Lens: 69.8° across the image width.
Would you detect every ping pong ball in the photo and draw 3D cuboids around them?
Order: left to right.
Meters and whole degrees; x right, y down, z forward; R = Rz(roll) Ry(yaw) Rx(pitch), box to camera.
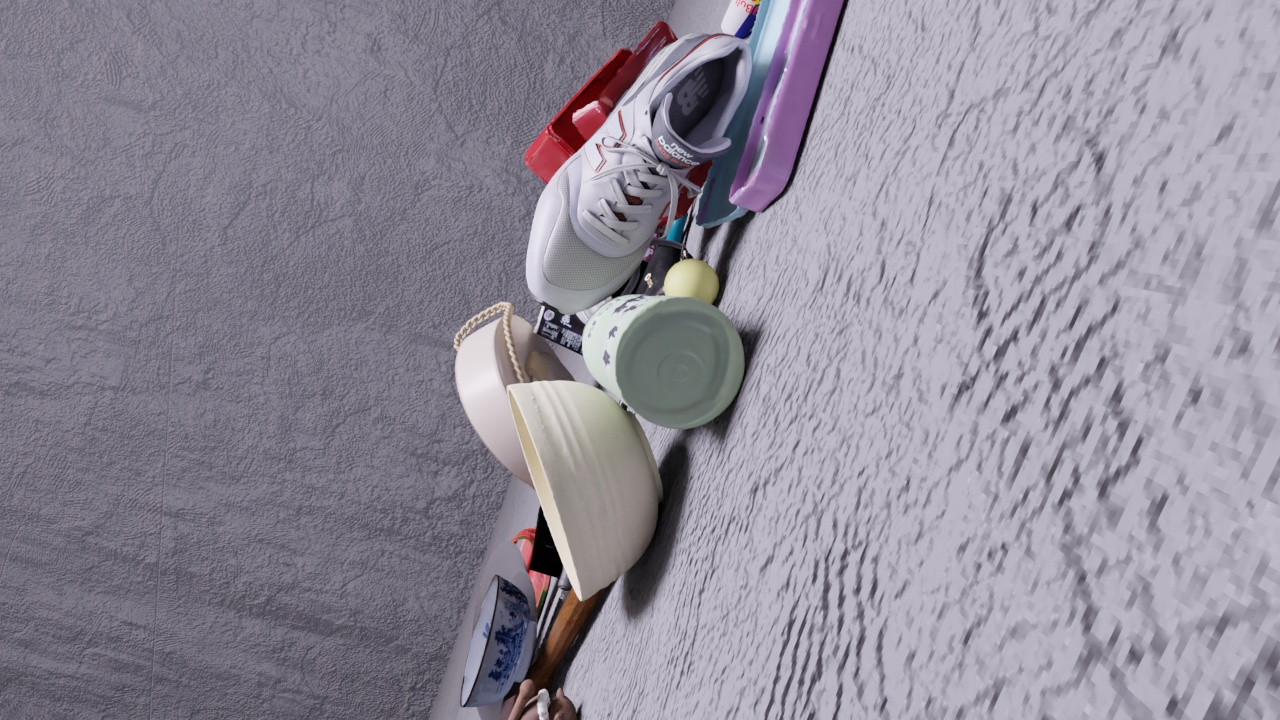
[{"bbox_3d":[0.037,-0.054,0.667,0.040,0.040,0.040,-163,92,-82],"label":"ping pong ball"}]

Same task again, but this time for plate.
[{"bbox_3d":[-0.132,0.282,0.943,0.188,0.016,0.188,0,-91,-80],"label":"plate"}]

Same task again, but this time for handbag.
[{"bbox_3d":[-0.154,0.052,1.182,0.103,0.208,0.210,-27,24,16],"label":"handbag"},{"bbox_3d":[0.010,-0.037,0.778,0.079,0.054,0.129,-96,27,-62],"label":"handbag"}]

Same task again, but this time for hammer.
[{"bbox_3d":[-0.071,0.240,0.774,0.115,0.033,0.324,-84,15,-51],"label":"hammer"}]

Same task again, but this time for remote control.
[{"bbox_3d":[-0.107,0.208,1.077,0.150,0.034,0.013,-96,26,-72],"label":"remote control"},{"bbox_3d":[-0.088,0.265,0.897,0.033,0.013,0.137,-82,11,-57],"label":"remote control"}]

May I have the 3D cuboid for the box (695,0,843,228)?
[{"bbox_3d":[0.095,-0.202,0.640,0.151,0.035,0.214,173,116,-74],"label":"box"}]

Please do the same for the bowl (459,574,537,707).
[{"bbox_3d":[-0.119,0.247,0.797,0.114,0.045,0.114,-164,91,-79],"label":"bowl"}]

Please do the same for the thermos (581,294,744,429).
[{"bbox_3d":[0.007,-0.006,0.626,0.231,0.082,0.082,-158,87,-80],"label":"thermos"}]

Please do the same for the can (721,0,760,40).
[{"bbox_3d":[0.110,-0.360,0.898,0.095,0.032,0.032,121,166,-57],"label":"can"}]

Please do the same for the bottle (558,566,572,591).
[{"bbox_3d":[-0.057,0.160,0.858,0.030,0.030,0.112,122,164,-60],"label":"bottle"}]

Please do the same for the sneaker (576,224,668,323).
[{"bbox_3d":[0.003,-0.152,0.995,0.263,0.096,0.129,-70,20,5],"label":"sneaker"}]

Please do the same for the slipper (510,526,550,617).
[{"bbox_3d":[-0.156,0.275,1.183,0.249,0.059,0.103,-140,69,-80],"label":"slipper"}]

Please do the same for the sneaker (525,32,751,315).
[{"bbox_3d":[0.004,-0.140,0.645,0.239,0.089,0.124,-60,18,-8],"label":"sneaker"}]

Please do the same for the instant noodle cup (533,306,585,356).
[{"bbox_3d":[-0.072,-0.068,1.192,0.137,0.112,0.137,-164,92,-82],"label":"instant noodle cup"}]

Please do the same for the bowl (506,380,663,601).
[{"bbox_3d":[-0.031,0.077,0.619,0.151,0.075,0.150,160,90,-78],"label":"bowl"}]

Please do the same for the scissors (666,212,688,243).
[{"bbox_3d":[0.032,-0.114,0.920,0.147,0.019,0.124,-74,2,-62],"label":"scissors"}]

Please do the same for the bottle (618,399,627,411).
[{"bbox_3d":[-0.005,0.005,0.879,0.025,0.025,0.106,136,151,-74],"label":"bottle"}]

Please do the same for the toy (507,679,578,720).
[{"bbox_3d":[-0.081,0.277,0.663,0.041,0.055,0.102,-107,39,-70],"label":"toy"}]

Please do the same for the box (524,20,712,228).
[{"bbox_3d":[-0.005,-0.191,0.799,0.111,0.134,0.157,-24,25,43],"label":"box"}]
